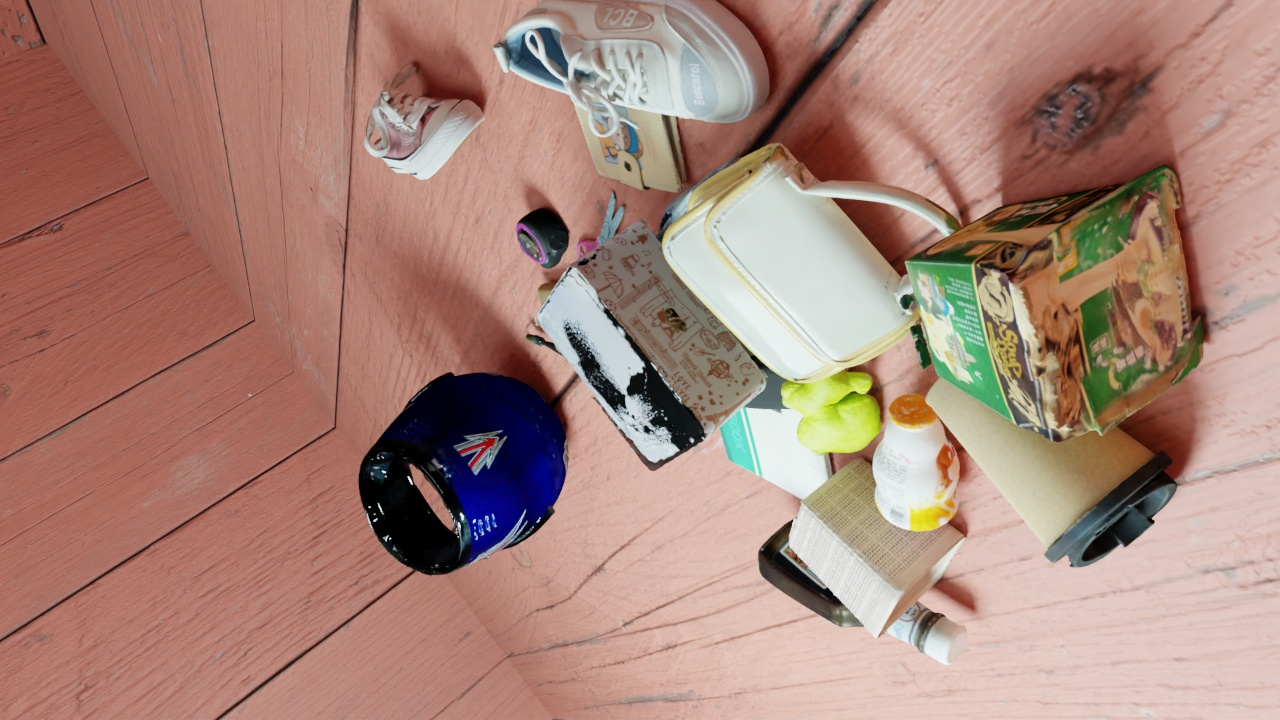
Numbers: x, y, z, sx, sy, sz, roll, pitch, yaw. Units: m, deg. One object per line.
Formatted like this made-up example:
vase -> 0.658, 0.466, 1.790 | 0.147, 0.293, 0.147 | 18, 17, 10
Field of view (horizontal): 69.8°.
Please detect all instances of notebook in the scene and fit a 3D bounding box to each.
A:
notebook -> 0.113, 0.040, 0.856 | 0.150, 0.012, 0.209 | 24, 141, 47

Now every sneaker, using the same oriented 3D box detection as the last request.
sneaker -> -0.250, -0.258, 0.996 | 0.088, 0.118, 0.241 | 44, 166, -29
sneaker -> -0.019, -0.221, 0.674 | 0.242, 0.090, 0.090 | 29, 145, 39

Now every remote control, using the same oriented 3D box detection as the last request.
remote control -> 0.106, 0.021, 0.785 | 0.137, 0.024, 0.053 | -3, 123, 49

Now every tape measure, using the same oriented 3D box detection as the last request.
tape measure -> -0.106, -0.130, 0.976 | 0.058, 0.039, 0.057 | 52, 154, 5

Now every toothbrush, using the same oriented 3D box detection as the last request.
toothbrush -> -0.073, -0.004, 1.086 | 0.213, 0.027, 0.026 | 21, 94, 47

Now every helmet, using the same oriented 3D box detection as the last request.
helmet -> -0.232, 0.148, 1.273 | 0.247, 0.239, 0.316 | 52, 142, 3

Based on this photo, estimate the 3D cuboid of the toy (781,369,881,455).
toy -> 0.156, 0.042, 0.734 | 0.100, 0.031, 0.097 | 33, 134, -23

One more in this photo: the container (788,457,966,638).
container -> 0.193, 0.154, 0.776 | 0.111, 0.089, 0.090 | 42, 151, 27

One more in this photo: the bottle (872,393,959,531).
bottle -> 0.206, 0.076, 0.688 | 0.063, 0.063, 0.108 | 27, 143, 42

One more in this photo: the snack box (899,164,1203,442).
snack box -> 0.219, -0.035, 0.505 | 0.106, 0.117, 0.118 | 27, 142, 63

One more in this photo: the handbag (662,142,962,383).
handbag -> 0.120, -0.070, 0.621 | 0.163, 0.063, 0.179 | 44, 141, -16

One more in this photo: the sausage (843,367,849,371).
sausage -> 0.128, -0.051, 0.715 | 0.156, 0.020, 0.020 | 60, 153, -12

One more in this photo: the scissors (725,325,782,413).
scissors -> 0.044, -0.002, 0.890 | 0.221, 0.021, 0.235 | 42, 152, 17

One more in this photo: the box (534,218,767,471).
box -> -0.005, 0.005, 0.830 | 0.179, 0.110, 0.260 | 52, 153, 2

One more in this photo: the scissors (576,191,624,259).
scissors -> -0.041, -0.124, 0.911 | 0.073, 0.017, 0.138 | 52, 151, 26

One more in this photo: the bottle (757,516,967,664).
bottle -> 0.201, 0.211, 0.838 | 0.195, 0.079, 0.044 | 25, 136, 41

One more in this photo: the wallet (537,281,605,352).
wallet -> -0.071, -0.047, 1.023 | 0.115, 0.033, 0.090 | 2, 114, 58

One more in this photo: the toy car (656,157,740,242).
toy car -> 0.046, -0.121, 0.725 | 0.037, 0.054, 0.121 | 51, 153, 3

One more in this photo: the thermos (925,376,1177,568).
thermos -> 0.252, 0.056, 0.573 | 0.143, 0.093, 0.093 | 50, 154, 27

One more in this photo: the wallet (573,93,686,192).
wallet -> -0.008, -0.186, 0.775 | 0.115, 0.024, 0.087 | 23, 135, 44
